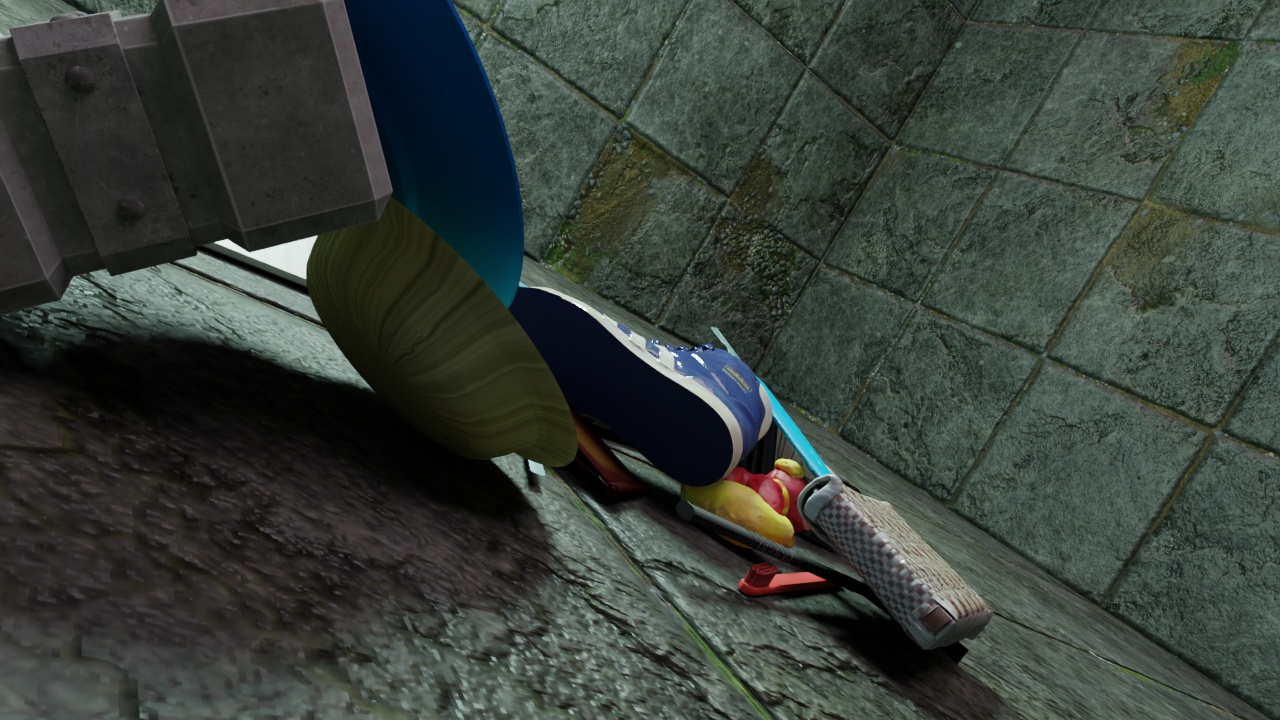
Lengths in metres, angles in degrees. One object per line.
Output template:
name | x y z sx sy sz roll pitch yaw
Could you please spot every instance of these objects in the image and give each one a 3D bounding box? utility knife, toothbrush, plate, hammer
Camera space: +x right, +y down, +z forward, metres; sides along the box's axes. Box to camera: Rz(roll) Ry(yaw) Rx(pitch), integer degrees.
utility knife | -0.070 0.046 0.586 0.022 0.015 0.166 29 3 -14
toothbrush | 0.112 0.148 0.633 0.012 0.018 0.212 33 5 29
plate | -0.135 -0.108 0.423 0.224 0.024 0.225 34 -38 31
utility knife | 0.108 0.036 0.769 0.031 0.015 0.221 31 21 -43
hammer | 0.125 0.144 0.611 0.324 0.015 0.095 31 6 -45
hammer | -0.231 -0.116 0.412 0.162 0.083 0.318 -19 27 -20
plate | -0.111 -0.004 0.446 0.184 0.036 0.185 36 -26 20

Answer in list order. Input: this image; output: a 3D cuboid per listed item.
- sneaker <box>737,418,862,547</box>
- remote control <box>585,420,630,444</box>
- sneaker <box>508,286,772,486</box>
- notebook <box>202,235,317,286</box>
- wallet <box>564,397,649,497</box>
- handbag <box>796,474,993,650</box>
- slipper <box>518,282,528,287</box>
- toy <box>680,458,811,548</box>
sneaker | 0.096 0.086 0.860 0.239 0.089 0.124 38 -2 -21
remote control | -0.035 0.051 0.768 0.034 0.013 0.150 36 8 36
sneaker | -0.003 0.005 0.701 0.233 0.091 0.118 28 22 24
notebook | -0.298 -0.127 0.647 0.209 0.009 0.142 25 34 -43
wallet | -0.045 0.048 0.611 0.115 0.018 0.091 43 3 15
handbag | 0.178 0.143 0.639 0.124 0.047 0.185 48 11 28
slipper | -0.128 -0.054 0.906 0.098 0.054 0.268 13 0 15
toy | 0.082 0.107 0.690 0.137 0.067 0.105 6 19 -48
